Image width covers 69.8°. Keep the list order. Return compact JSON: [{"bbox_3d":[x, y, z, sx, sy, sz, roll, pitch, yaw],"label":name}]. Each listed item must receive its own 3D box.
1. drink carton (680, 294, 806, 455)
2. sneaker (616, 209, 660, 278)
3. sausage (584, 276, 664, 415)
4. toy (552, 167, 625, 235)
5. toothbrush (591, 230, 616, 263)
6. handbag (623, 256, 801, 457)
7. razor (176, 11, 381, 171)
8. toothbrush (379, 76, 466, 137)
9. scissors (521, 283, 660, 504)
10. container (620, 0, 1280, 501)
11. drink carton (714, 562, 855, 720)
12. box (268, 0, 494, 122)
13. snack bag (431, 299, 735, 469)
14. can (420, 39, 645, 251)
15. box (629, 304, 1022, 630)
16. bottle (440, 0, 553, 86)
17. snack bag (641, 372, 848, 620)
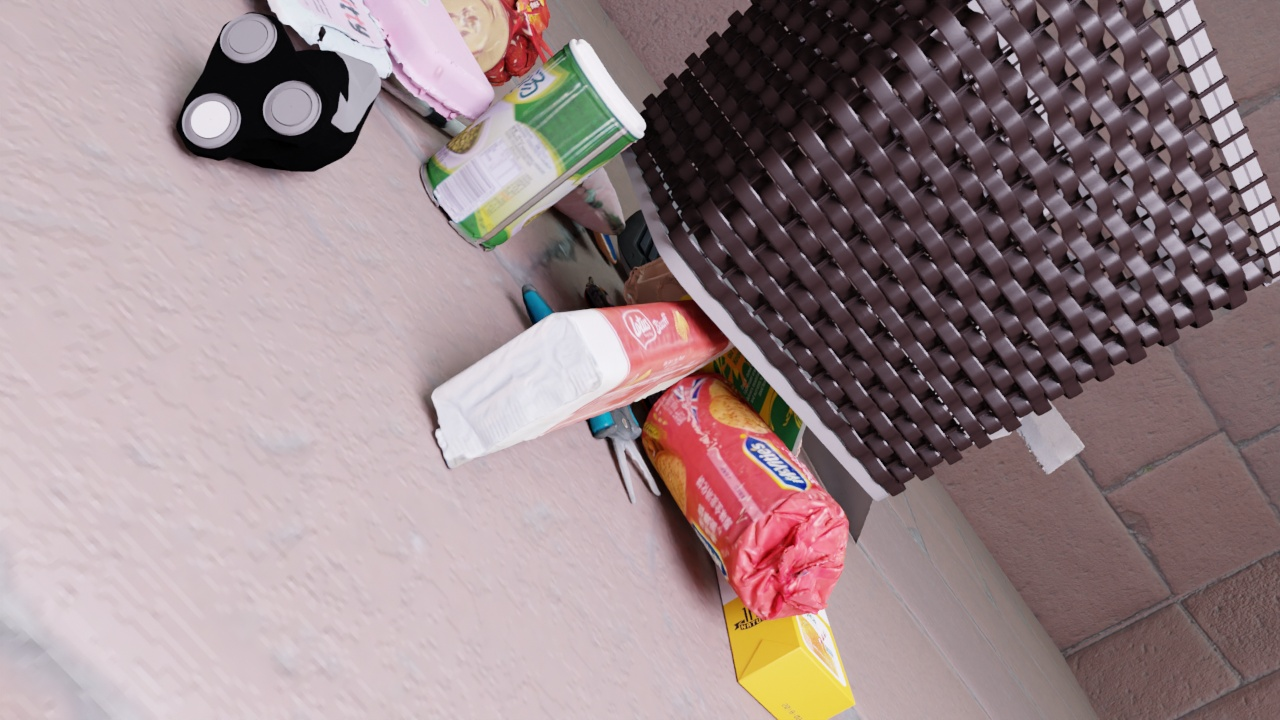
[{"bbox_3d":[0.065,0.008,0.629,0.122,0.041,0.058,47,50,-25],"label":"drink carton"},{"bbox_3d":[0.072,-0.041,0.871,0.240,0.088,0.124,39,-11,1],"label":"sneaker"},{"bbox_3d":[-0.004,0.004,0.646,0.155,0.020,0.020,60,15,18],"label":"sausage"},{"bbox_3d":[-0.058,-0.151,0.756,0.096,0.053,0.099,51,6,39],"label":"toy"},{"bbox_3d":[-0.052,-0.143,0.822,0.135,0.017,0.021,60,17,18],"label":"toothbrush"},{"bbox_3d":[0.033,0.003,0.714,0.199,0.117,0.186,55,47,-18],"label":"handbag"},{"bbox_3d":[-0.144,-0.114,0.399,0.156,0.057,0.060,-99,180,-76],"label":"razor"},{"bbox_3d":[-0.129,-0.163,0.616,0.012,0.017,0.186,61,16,24],"label":"toothbrush"},{"bbox_3d":[-0.024,0.013,0.558,0.148,0.019,0.117,58,19,-9],"label":"scissors"},{"bbox_3d":[0.156,-0.105,0.543,0.245,0.244,0.247,45,15,-29],"label":"container"},{"bbox_3d":[0.082,0.151,0.551,0.058,0.040,0.122,48,16,-25],"label":"drink carton"},{"bbox_3d":[-0.173,-0.235,0.536,0.201,0.041,0.153,59,18,21],"label":"box"},{"bbox_3d":[-0.013,0.002,0.459,0.041,0.078,0.224,62,21,7],"label":"snack bag"},{"bbox_3d":[-0.063,-0.125,0.541,0.067,0.121,0.067,50,16,-20],"label":"can"},{"bbox_3d":[0.181,0.107,0.991,0.164,0.447,0.167,23,34,-47],"label":"box"},{"bbox_3d":[-0.118,-0.272,0.744,0.099,0.099,0.111,52,20,-13],"label":"bottle"},{"bbox_3d":[0.060,0.074,0.533,0.082,0.082,0.176,44,6,-36],"label":"snack bag"}]
